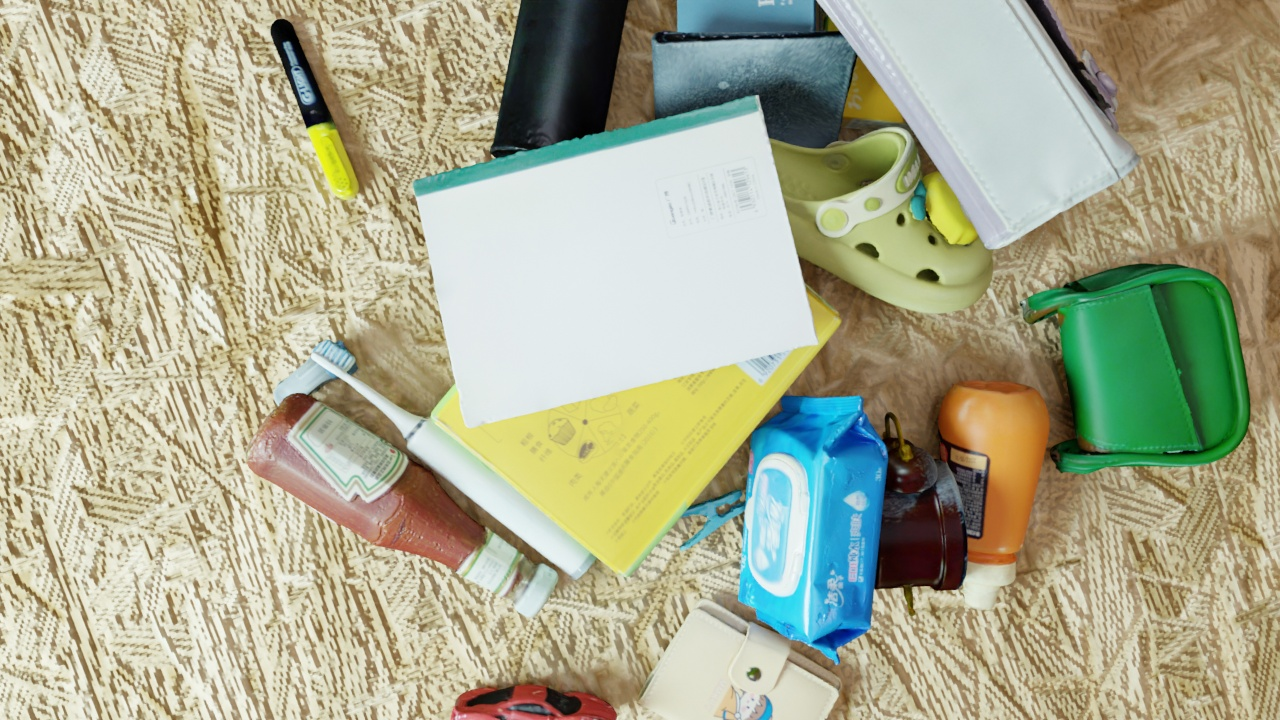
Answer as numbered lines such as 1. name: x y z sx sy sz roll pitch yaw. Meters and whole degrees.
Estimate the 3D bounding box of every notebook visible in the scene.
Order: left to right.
1. notebook: -0.016 -0.057 0.531 0.209 0.012 0.150 -13 88 3

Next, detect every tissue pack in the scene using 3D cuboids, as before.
1. tissue pack: 0.102 0.097 0.569 0.052 0.095 0.157 6 90 -23

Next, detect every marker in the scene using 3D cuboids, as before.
1. marker: -0.212 -0.163 0.595 0.018 0.015 0.124 -22 90 -5

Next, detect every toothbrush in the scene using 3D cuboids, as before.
1. toothbrush: -0.118 0.063 0.586 0.221 0.027 0.026 40 77 -8

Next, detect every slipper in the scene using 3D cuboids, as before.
1. slipper: 0.140 -0.096 0.558 0.190 0.082 0.091 20 50 -9

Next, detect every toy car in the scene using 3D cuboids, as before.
1. toy car: -0.067 0.227 0.589 0.106 0.049 0.031 3 92 -1

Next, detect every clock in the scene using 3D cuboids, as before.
1. clock: 0.168 0.093 0.581 0.055 0.082 0.122 -5 93 4

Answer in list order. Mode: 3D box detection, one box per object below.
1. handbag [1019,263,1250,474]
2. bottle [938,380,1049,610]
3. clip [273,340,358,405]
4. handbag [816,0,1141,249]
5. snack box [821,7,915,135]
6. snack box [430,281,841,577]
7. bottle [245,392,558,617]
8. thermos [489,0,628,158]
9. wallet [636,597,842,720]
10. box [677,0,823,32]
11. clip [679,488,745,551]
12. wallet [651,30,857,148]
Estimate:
1. handbag: 0.319 0.004 0.598 0.120 0.068 0.131 -9 92 5
2. bottle: 0.225 0.090 0.596 0.067 0.066 0.149 1 98 -3
3. clip: -0.214 0.011 0.596 0.058 0.045 0.027 -36 93 4
4. handbag: 0.178 -0.177 0.504 0.099 0.144 0.197 -33 101 26
5. snack box: 0.185 -0.194 0.603 0.140 0.034 0.087 6 91 -1
6. snack box: -0.003 0.003 0.578 0.157 0.070 0.210 40 89 -2
7. bottle: -0.146 0.096 0.581 0.206 0.060 0.060 34 89 -7
8. thermos: -0.027 -0.238 0.578 0.090 0.068 0.242 12 90 -22
9. wallet: 0.068 0.217 0.608 0.115 0.024 0.087 31 88 -1
10. box: 0.069 -0.262 0.574 0.090 0.059 0.184 -3 88 17
11. clip: 0.045 0.103 0.610 0.056 0.013 0.039 -28 92 -2
12. wallet: 0.068 -0.161 0.565 0.121 0.097 0.019 -1 59 2
